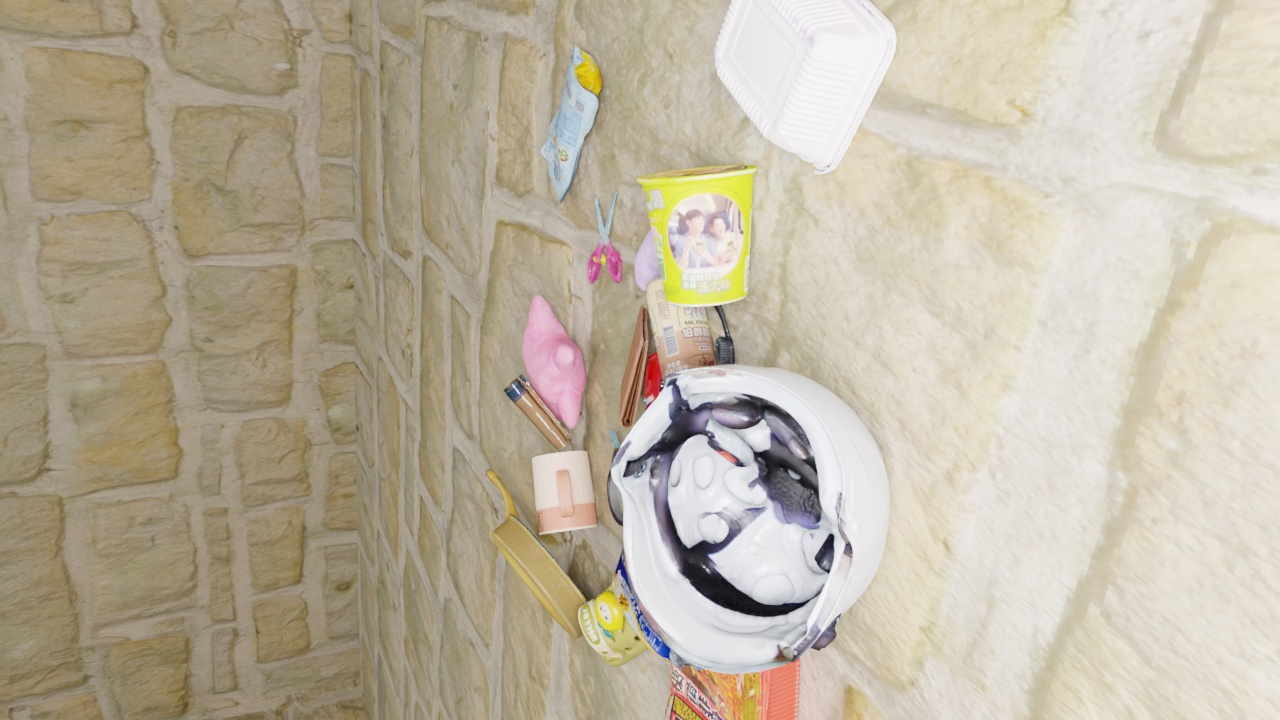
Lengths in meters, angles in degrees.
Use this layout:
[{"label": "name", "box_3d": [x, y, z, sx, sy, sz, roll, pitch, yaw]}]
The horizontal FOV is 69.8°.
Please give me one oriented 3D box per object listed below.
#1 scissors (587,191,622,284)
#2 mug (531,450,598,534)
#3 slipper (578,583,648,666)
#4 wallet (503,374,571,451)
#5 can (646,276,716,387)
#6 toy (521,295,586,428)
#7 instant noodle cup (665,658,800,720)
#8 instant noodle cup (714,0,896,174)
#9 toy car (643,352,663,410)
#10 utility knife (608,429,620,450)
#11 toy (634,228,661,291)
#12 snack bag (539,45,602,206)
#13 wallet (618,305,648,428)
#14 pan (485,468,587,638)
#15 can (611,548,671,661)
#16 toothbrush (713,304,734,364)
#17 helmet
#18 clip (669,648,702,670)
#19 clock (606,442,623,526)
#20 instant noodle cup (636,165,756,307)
[{"label": "scissors", "box_3d": [-0.043, -0.148, 1.159, 0.131, 0.017, 0.134, 56, 138, 48]}, {"label": "mug", "box_3d": [-0.104, 0.179, 1.248, 0.115, 0.081, 0.106, 109, 154, -79]}, {"label": "slipper", "box_3d": [-0.035, 0.335, 1.155, 0.091, 0.081, 0.191, 66, 151, 29]}, {"label": "wallet", "box_3d": [-0.143, 0.074, 1.274, 0.115, 0.033, 0.090, 51, 170, -4]}, {"label": "can", "box_3d": [0.043, -0.029, 0.955, 0.059, 0.058, 0.116, -33, 65, 61]}, {"label": "toy", "box_3d": [-0.123, 0.010, 1.283, 0.194, 0.074, 0.179, -125, 27, -49]}, {"label": "instant noodle cup", "box_3d": [0.091, 0.314, 0.896, 0.165, 0.079, 0.189, 20, 113, 61]}, {"label": "instant noodle cup", "box_3d": [0.121, -0.253, 0.761, 0.138, 0.060, 0.173, 112, 144, -42]}, {"label": "toy car", "box_3d": [0.029, 0.045, 0.997, 0.053, 0.045, 0.120, 141, 130, -65]}, {"label": "utility knife", "box_3d": [-0.008, 0.166, 1.148, 0.031, 0.020, 0.187, -52, 45, 47]}, {"label": "toy", "box_3d": [0.019, -0.122, 1.012, 0.108, 0.039, 0.083, 119, 155, -54]}, {"label": "snack bag", "box_3d": [-0.095, -0.306, 1.209, 0.110, 0.038, 0.191, 63, 148, 27]}, {"label": "wallet", "box_3d": [-0.006, 0.006, 1.065, 0.101, 0.020, 0.115, -91, 12, -64]}, {"label": "pan", "box_3d": [-0.167, 0.264, 1.346, 0.357, 0.078, 0.198, 32, 153, 47]}, {"label": "can", "box_3d": [0.021, 0.268, 1.035, 0.148, 0.074, 0.049, 52, 135, 47]}, {"label": "toothbrush", "box_3d": [0.070, -0.083, 0.939, 0.014, 0.017, 0.189, 141, 122, -61]}, {"label": "helmet", "box_3d": [0.101, 0.119, 0.753, 0.229, 0.145, 0.259, 37, 126, 33]}, {"label": "clip", "box_3d": [0.040, 0.288, 0.893, 0.058, 0.045, 0.027, 134, 130, -71]}, {"label": "clock", "box_3d": [-0.006, 0.149, 1.089, 0.122, 0.055, 0.082, -129, 42, -51]}, {"label": "instant noodle cup", "box_3d": [0.057, -0.117, 0.869, 0.112, 0.111, 0.123, 24, 123, 61]}]
